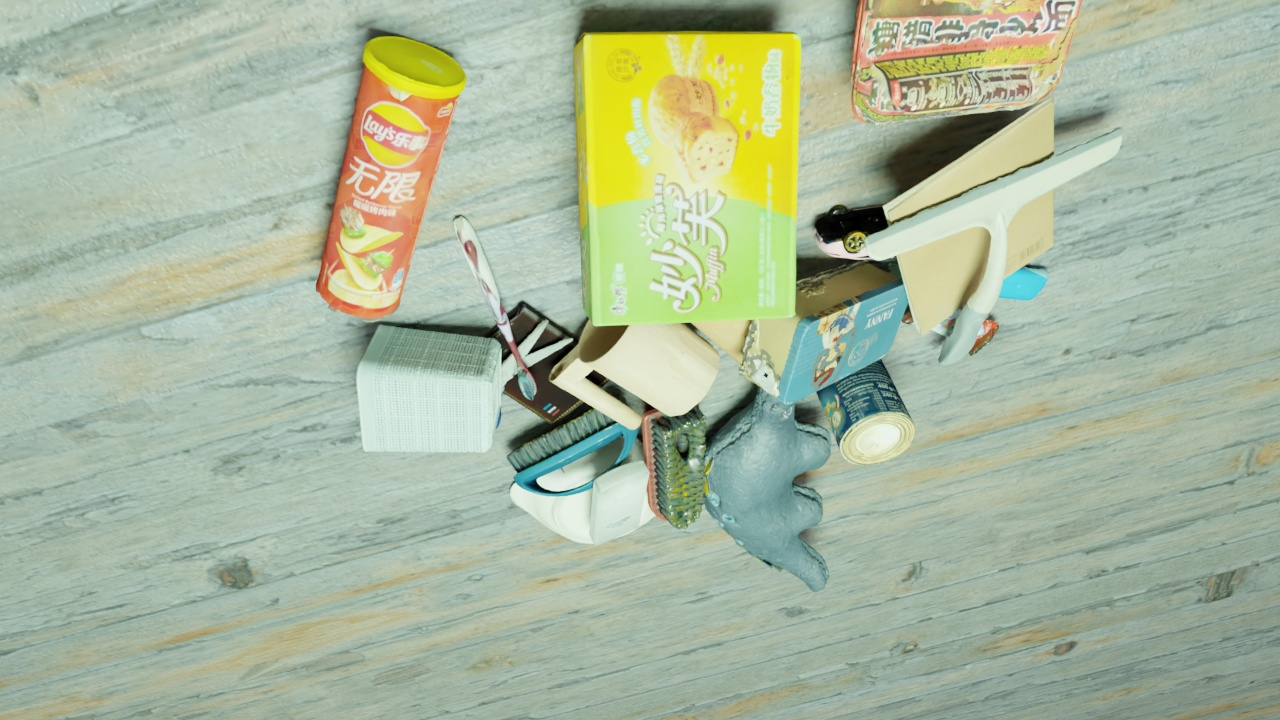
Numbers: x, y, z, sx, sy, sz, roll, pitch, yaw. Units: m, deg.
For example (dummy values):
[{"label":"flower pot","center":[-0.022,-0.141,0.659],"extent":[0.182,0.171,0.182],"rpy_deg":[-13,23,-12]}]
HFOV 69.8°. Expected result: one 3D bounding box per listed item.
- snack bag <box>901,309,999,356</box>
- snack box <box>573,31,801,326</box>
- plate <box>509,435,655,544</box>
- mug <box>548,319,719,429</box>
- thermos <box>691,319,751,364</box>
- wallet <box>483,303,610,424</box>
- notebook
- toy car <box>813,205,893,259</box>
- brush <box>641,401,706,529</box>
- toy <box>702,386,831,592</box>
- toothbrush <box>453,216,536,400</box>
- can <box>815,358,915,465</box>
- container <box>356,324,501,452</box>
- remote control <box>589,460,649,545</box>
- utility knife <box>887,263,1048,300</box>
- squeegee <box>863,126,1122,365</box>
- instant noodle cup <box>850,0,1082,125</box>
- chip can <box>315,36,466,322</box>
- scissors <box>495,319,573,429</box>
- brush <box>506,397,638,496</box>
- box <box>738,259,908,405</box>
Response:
[{"label":"snack bag","center":[0.309,-0.038,0.912],"extent":[0.105,0.026,0.045],"rpy_deg":[20,134,-26]},{"label":"snack box","center":[0.034,-0.134,0.685],"extent":[0.157,0.070,0.210],"rpy_deg":[-3,104,-8]},{"label":"plate","center":[-0.043,0.152,1.012],"extent":[0.164,0.034,0.163],"rpy_deg":[-34,130,20]},{"label":"mug","center":[-0.005,0.005,0.842],"extent":[0.103,0.084,0.125],"rpy_deg":[34,118,-26]},{"label":"thermos","center":[0.079,-0.053,0.818],"extent":[0.093,0.093,0.143],"rpy_deg":[-29,140,15]},{"label":"wallet","center":[-0.098,0.006,0.879],"extent":[0.096,0.020,0.122],"rpy_deg":[-39,125,23]},{"label":"notebook","center":[0.290,-0.112,0.787],"extent":[0.149,0.012,0.211],"rpy_deg":[-34,146,5]},{"label":"toy car","center":[0.213,-0.114,0.805],"extent":[0.122,0.056,0.037],"rpy_deg":[-9,129,-3]},{"label":"brush","center":[0.031,0.105,0.946],"extent":[0.063,0.069,0.146],"rpy_deg":[-18,123,-23]},{"label":"toy","center":[0.133,0.128,0.977],"extent":[0.138,0.091,0.357],"rpy_deg":[1,131,14]},{"label":"toothbrush","center":[-0.127,-0.041,0.808],"extent":[0.016,0.017,0.188],"rpy_deg":[-13,121,9]},{"label":"can","center":[0.218,0.041,0.908],"extent":[0.075,0.111,0.075],"rpy_deg":[-6,133,-6]},{"label":"container","center":[-0.183,0.027,0.813],"extent":[0.111,0.090,0.090],"rpy_deg":[3,120,-2]},{"label":"remote control","center":[-0.023,0.147,0.946],"extent":[0.056,0.019,0.135],"rpy_deg":[-20,150,-18]},{"label":"utility knife","center":[0.313,-0.079,0.882],"extent":[0.166,0.018,0.034],"rpy_deg":[4,118,-13]},{"label":"squeegee","center":[0.300,-0.060,0.817],"extent":[0.246,0.039,0.247],"rpy_deg":[-23,146,-11]},{"label":"instant noodle cup","center":[0.228,-0.270,0.650],"extent":[0.164,0.079,0.189],"rpy_deg":[-7,134,-5]},{"label":"chip can","center":[-0.194,-0.132,0.699],"extent":[0.073,0.073,0.217],"rpy_deg":[11,130,-20]},{"label":"scissors","center":[-0.143,0.014,0.864],"extent":[0.146,0.012,0.170],"rpy_deg":[10,128,-10]},{"label":"brush","center":[-0.064,0.095,0.924],"extent":[0.144,0.073,0.055],"rpy_deg":[-27,170,15]},{"label":"box","center":[0.171,-0.030,0.821],"extent":[0.183,0.059,0.090],"rpy_deg":[-22,135,-36]}]
